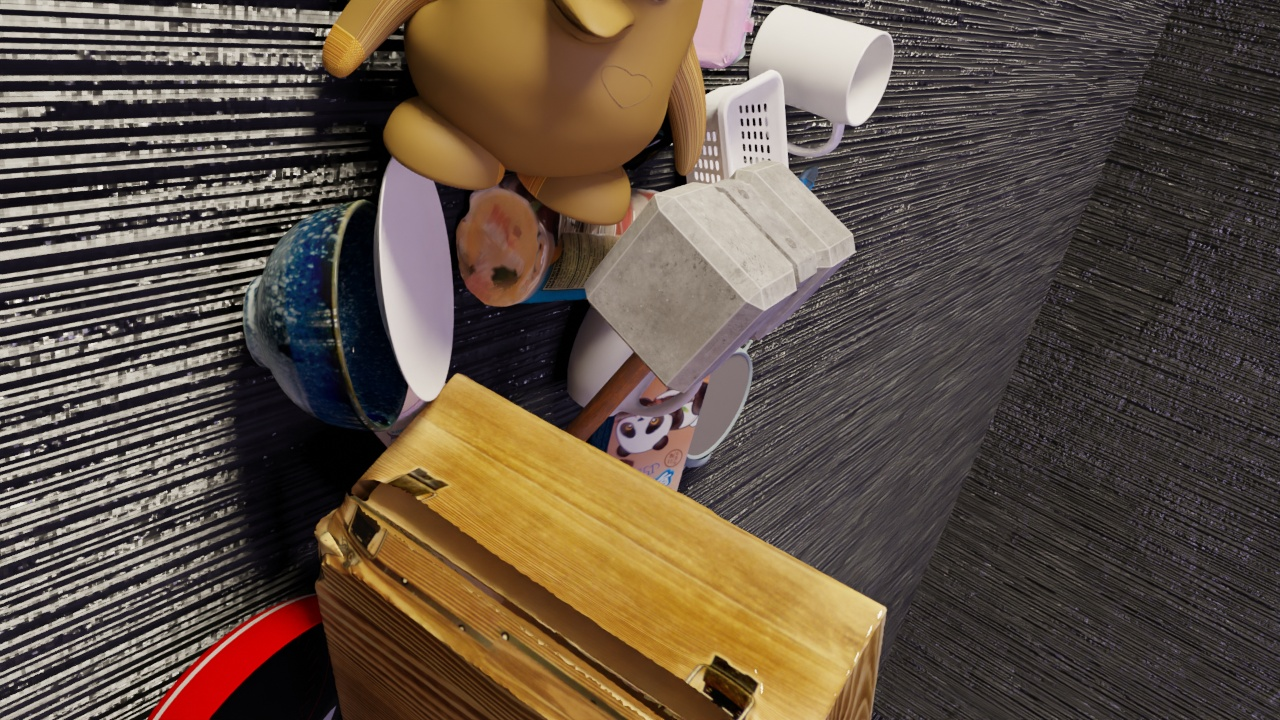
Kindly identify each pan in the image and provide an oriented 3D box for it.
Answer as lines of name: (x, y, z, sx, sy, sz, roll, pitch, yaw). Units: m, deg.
pan: (-0.190, 0.222, 0.628, 0.355, 0.067, 0.209, -28, 137, -56)

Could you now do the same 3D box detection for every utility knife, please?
utility knife: (0.123, -0.097, 0.837, 0.031, 0.015, 0.174, 4, 113, -55)

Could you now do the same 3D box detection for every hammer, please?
hammer: (-0.013, 0.016, 0.612, 0.319, 0.083, 0.162, -48, 170, 35)

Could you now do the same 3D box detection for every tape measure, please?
tape measure: (-0.008, -0.142, 0.584, 0.042, 0.072, 0.072, 64, 26, -9)

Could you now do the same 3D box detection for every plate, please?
plate: (-0.122, -0.045, 0.488, 0.134, 0.011, 0.134, 1, 86, -88)

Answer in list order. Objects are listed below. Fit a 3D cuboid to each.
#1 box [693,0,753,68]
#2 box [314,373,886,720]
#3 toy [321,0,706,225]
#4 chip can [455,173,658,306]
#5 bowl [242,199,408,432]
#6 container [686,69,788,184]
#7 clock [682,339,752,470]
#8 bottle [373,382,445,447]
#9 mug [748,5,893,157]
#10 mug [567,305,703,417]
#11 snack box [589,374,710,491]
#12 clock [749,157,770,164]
box: (0.049, -0.293, 0.571, 0.095, 0.088, 0.202, -71, 172, -58)
box: (-0.038, 0.186, 0.506, 0.214, 0.279, 0.258, -49, 149, -25)
toy: (-0.028, -0.179, 0.426, 0.198, 0.162, 0.204, 11, 122, -26)
chip can: (-0.021, -0.081, 0.629, 0.229, 0.080, 0.080, -10, 123, -56)
bowl: (-0.158, -0.019, 0.455, 0.114, 0.061, 0.114, 0, 85, -88)
container: (0.073, -0.155, 0.720, 0.080, 0.050, 0.129, -37, 130, -38)
clock: (0.054, 0.047, 0.894, 0.122, 0.045, 0.159, 5, 109, -59)
bottle: (-0.135, 0.040, 0.572, 0.051, 0.051, 0.146, -50, 150, -20)
mug: (0.142, -0.223, 0.750, 0.073, 0.090, 0.111, -21, 132, -50)
mug: (-0.004, 0.004, 0.697, 0.071, 0.107, 0.089, -3, 126, -61)
snack box: (0.004, 0.059, 0.802, 0.087, 0.034, 0.151, -1, 118, -31)
clock: (0.100, -0.129, 0.823, 0.122, 0.035, 0.094, -58, 152, -5)
